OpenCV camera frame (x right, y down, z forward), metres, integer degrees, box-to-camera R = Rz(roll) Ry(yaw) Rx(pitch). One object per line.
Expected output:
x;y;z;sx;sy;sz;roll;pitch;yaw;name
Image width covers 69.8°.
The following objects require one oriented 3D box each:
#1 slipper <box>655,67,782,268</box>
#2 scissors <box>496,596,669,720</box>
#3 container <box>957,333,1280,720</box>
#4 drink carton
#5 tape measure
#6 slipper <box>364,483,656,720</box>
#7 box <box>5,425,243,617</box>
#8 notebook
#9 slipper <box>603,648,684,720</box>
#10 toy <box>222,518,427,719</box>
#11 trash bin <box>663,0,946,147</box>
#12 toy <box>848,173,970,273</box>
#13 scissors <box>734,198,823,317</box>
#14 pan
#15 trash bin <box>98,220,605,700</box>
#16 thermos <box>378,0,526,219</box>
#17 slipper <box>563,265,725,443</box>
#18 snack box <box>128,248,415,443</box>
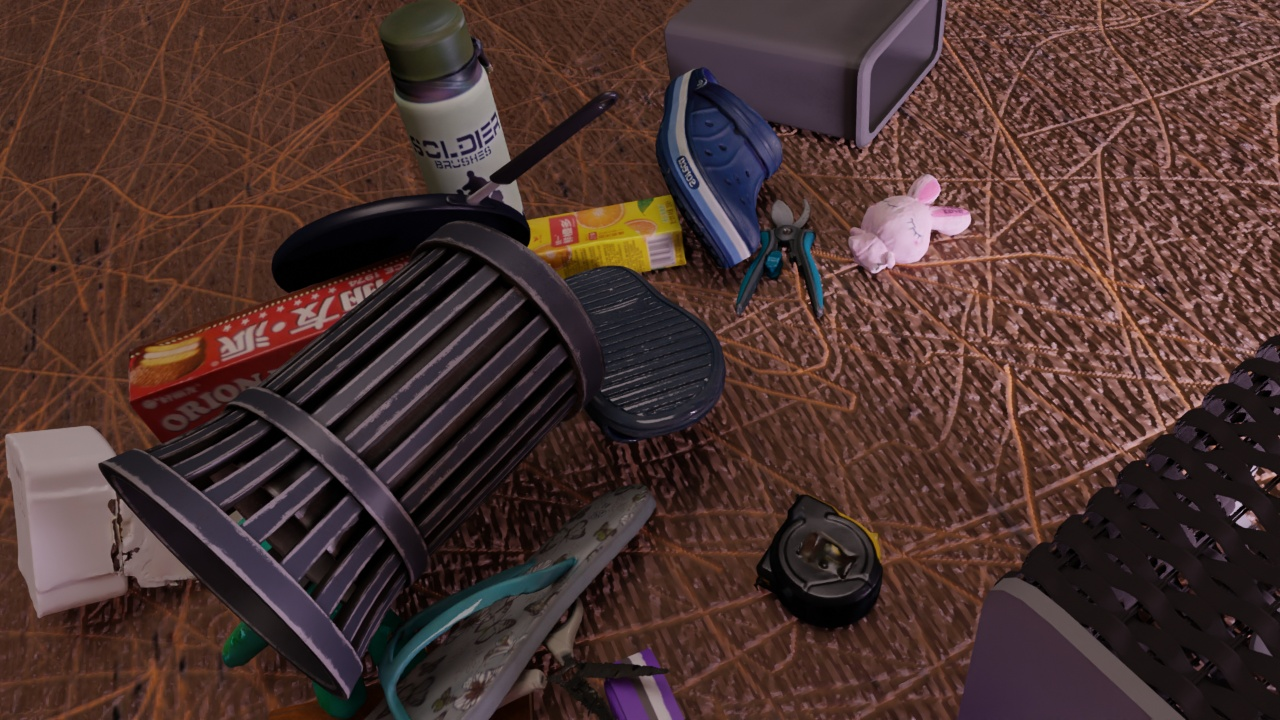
0.073;-0.192;0.814;0.095;0.105;0.252;-21;41;17;slipper
-0.049;0.167;0.509;0.158;0.012;0.162;-27;14;16;scissors
0.306;0.146;0.377;0.243;0.246;0.247;-31;50;-14;container
-0.032;-0.103;0.803;0.134;0.043;0.058;-10;44;0;drink carton
0.113;0.126;0.566;0.072;0.042;0.071;23;52;25;tape measure
-0.090;0.144;0.535;0.098;0.055;0.267;-23;14;43;slipper
-0.345;0.101;0.631;0.136;0.108;0.128;-10;17;-40;box
-0.122;0.272;0.462;0.178;0.014;0.248;-12;36;0;notebook
0.015;0.262;0.414;0.084;0.107;0.266;-20;41;-11;slipper
-0.209;0.138;0.586;0.130;0.073;0.193;-24;49;-34;toy
0.168;-0.325;0.934;0.220;0.098;0.191;22;55;29;trash bin
0.222;-0.115;0.764;0.109;0.047;0.063;-32;59;-22;toy
0.123;-0.083;0.772;0.156;0.019;0.124;-38;53;-21;scissors
-0.134;-0.110;0.668;0.198;0.358;0.021;-4;76;-44;pan
-0.139;0.040;0.510;0.164;0.164;0.226;24;55;28;trash bin
-0.148;-0.181;0.766;0.082;0.232;0.082;-5;46;5;thermos
-0.004;0.004;0.682;0.101;0.082;0.263;-18;28;-8;slipper
-0.241;0.006;0.691;0.236;0.113;0.060;-22;48;-9;snack box
